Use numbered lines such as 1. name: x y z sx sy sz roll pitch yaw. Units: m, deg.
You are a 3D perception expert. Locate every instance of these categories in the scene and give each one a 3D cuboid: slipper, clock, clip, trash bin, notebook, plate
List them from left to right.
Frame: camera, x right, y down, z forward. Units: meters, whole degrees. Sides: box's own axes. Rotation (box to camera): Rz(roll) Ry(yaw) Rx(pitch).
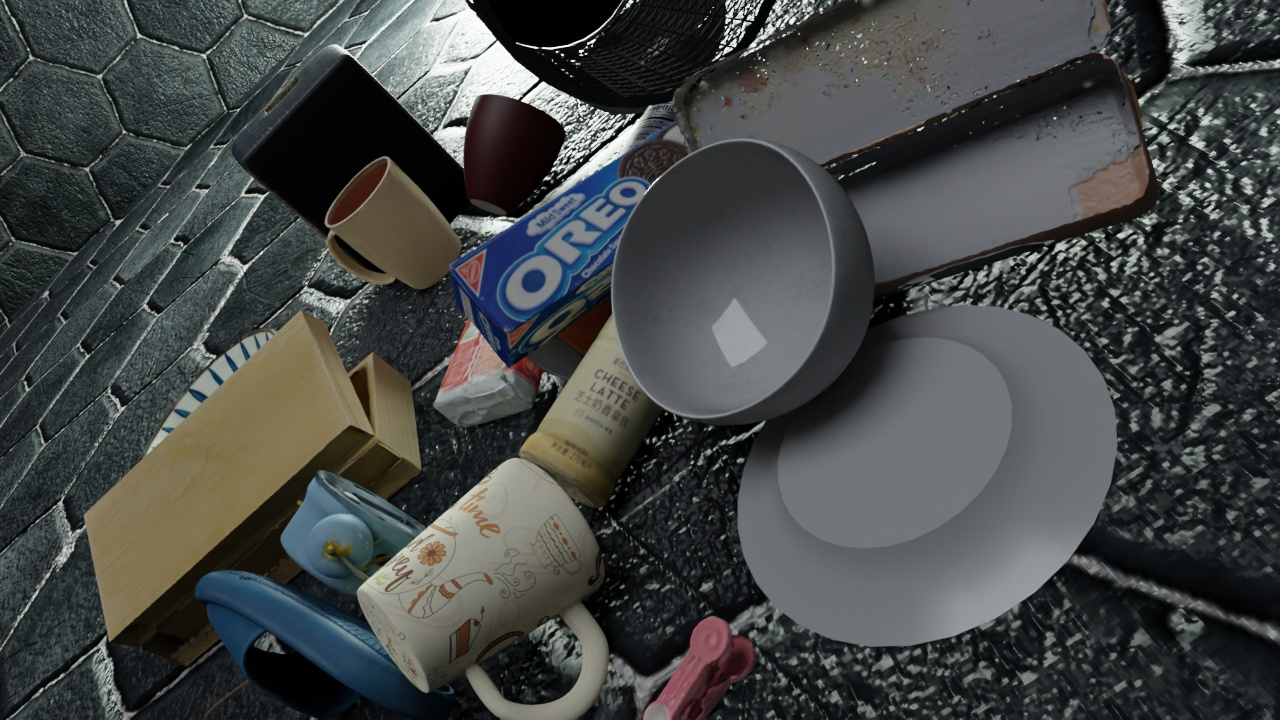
1. notebook: -0.243 0.285 0.487 0.189 0.034 0.216 -53 28 -18
2. slipper: -0.189 0.166 0.518 0.214 0.104 0.059 4 60 44
3. clock: -0.168 0.114 0.558 0.051 0.088 0.125 -57 33 -9
4. trash bin: -0.043 -0.308 0.669 0.217 0.217 0.243 -45 28 1
5. clip: 0.021 0.134 0.384 0.022 0.038 0.059 24 77 51
6. plate: 0.112 0.039 0.402 0.173 0.019 0.172 -28 38 24

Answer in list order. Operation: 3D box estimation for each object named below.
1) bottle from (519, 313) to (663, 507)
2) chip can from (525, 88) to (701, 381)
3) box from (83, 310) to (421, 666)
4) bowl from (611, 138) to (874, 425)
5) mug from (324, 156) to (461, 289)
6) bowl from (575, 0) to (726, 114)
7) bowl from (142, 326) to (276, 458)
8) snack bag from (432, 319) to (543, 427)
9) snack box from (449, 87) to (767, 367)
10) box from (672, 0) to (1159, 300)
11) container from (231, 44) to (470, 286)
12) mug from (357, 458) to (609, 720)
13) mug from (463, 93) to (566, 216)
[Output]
1. bottle: -0.003 0.003 0.526 0.057 0.056 0.161 11 63 51
2. chip can: -0.010 -0.088 0.622 0.062 0.062 0.210 2 56 47
3. box: -0.298 0.096 0.690 0.249 0.123 0.140 -40 31 9
4. bowl: 0.054 -0.035 0.446 0.132 0.064 0.131 -6 81 42
5. mug: -0.233 -0.114 0.848 0.112 0.104 0.085 -29 37 24
6. bowl: 0.018 -0.252 0.770 0.151 0.057 0.150 -28 38 24
7. bowl: -0.369 0.060 0.841 0.178 0.071 0.177 -28 37 24
8. snack bag: -0.098 -0.011 0.659 0.077 0.036 0.115 -18 43 33
9. snack box: -0.006 -0.087 0.556 0.226 0.060 0.059 -35 76 -17
10. box: 0.121 -0.112 0.458 0.217 0.058 0.154 -18 80 35
11. container: -0.270 -0.184 0.885 0.145 0.187 0.071 -47 38 -2
12. mug: -0.067 0.122 0.443 0.097 0.122 0.081 -33 -16 -31
13. mug: -0.125 -0.178 0.838 0.114 0.087 0.088 168 121 -78
